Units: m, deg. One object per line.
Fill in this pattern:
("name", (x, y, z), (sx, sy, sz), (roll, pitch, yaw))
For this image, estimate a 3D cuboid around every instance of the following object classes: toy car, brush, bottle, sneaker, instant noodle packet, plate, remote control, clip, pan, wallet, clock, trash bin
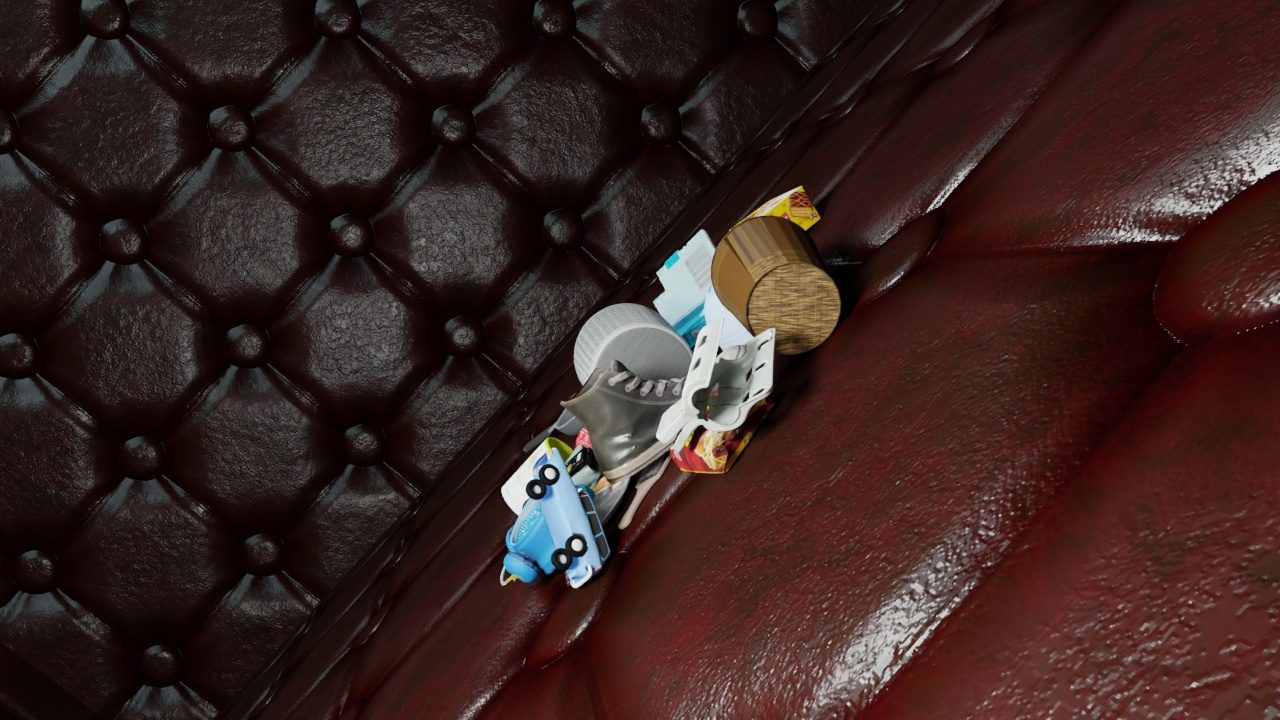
("toy car", (-0.080, 0.169, 1.009), (0.054, 0.153, 0.056), (-10, -24, -33))
("brush", (0.003, 0.144, 1.076), (0.050, 0.015, 0.135), (-36, 15, 45))
("bottle", (-0.063, 0.106, 1.434), (0.141, 0.042, 0.042), (-49, 10, -10))
("sneaker", (0.024, 0.031, 1.101), (0.234, 0.120, 0.095), (-35, 9, -4))
("instant noodle packet", (0.083, 0.072, 0.959), (0.098, 0.039, 0.136), (-57, 13, -15))
("plate", (-0.055, 0.191, 1.150), (0.135, 0.011, 0.134), (-46, 10, 10))
("remote control", (-0.119, 0.168, 1.252), (0.140, 0.009, 0.030), (-44, 22, 27))
("clip", (0.062, 0.020, 0.909), (0.152, 0.104, 0.126), (-30, 18, 25))
("pan", (-0.127, 0.106, 1.714), (0.358, 0.041, 0.178), (-37, 14, 47))
("wallet", (-0.101, 0.186, 1.275), (0.132, 0.054, 0.100), (-51, 8, 6))
("clock", (-0.119, 0.211, 1.123), (0.161, 0.060, 0.116), (-54, 14, 8))
("trash bin", (-0.008, 0.007, 1.270), (0.156, 0.156, 0.183), (-47, 12, 1))

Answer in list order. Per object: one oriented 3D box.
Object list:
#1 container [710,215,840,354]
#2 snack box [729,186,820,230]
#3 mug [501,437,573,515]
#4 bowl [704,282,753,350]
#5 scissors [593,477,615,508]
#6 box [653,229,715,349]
("container", (0.153, -0.081, 1.026), (0.132, 0.132, 0.167), (-45, 16, 13))
("snack box", (0.205, -0.207, 1.397), (0.105, 0.061, 0.084), (-38, 12, -28))
("mug", (-0.143, 0.179, 1.369), (0.106, 0.082, 0.082), (-46, 10, 11))
("bowl", (0.138, -0.089, 1.220), (0.151, 0.075, 0.150), (-44, 14, 14))
("scissors", (-0.073, 0.185, 1.178), (0.129, 0.013, 0.065), (-39, 12, 35))
("box", (0.078, -0.084, 1.448), (0.228, 0.084, 0.171), (144, 132, -60))
